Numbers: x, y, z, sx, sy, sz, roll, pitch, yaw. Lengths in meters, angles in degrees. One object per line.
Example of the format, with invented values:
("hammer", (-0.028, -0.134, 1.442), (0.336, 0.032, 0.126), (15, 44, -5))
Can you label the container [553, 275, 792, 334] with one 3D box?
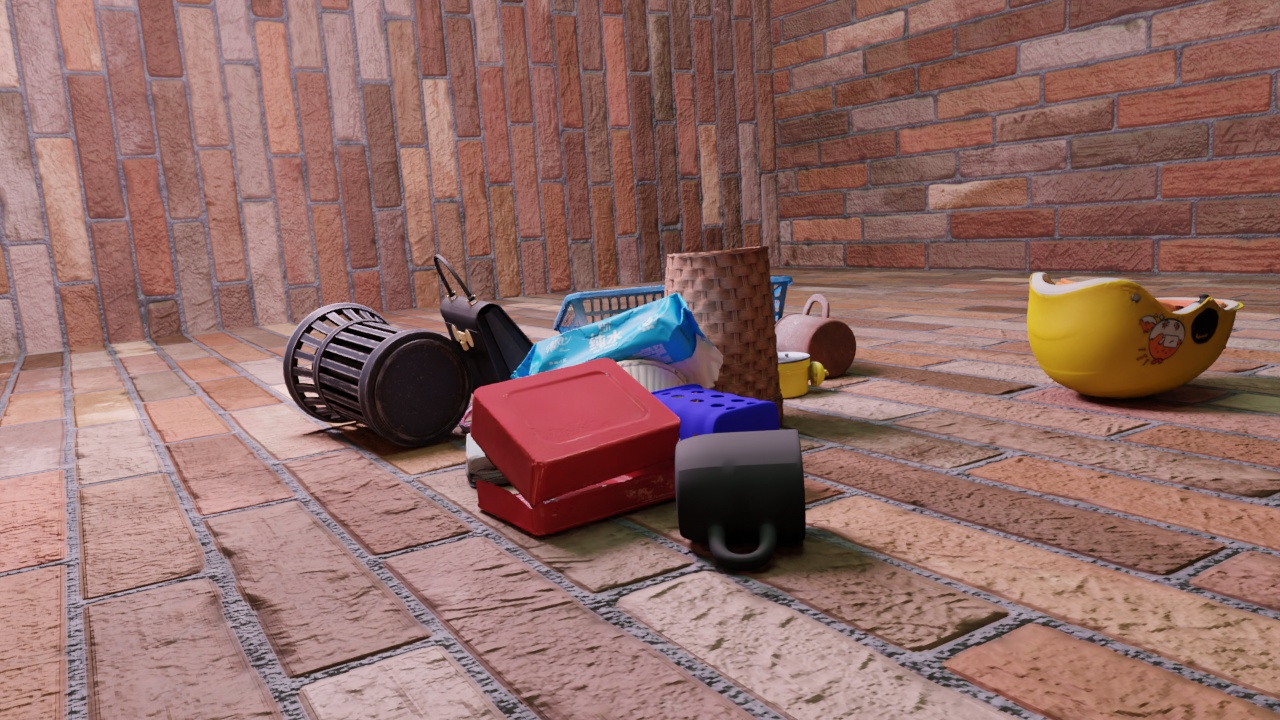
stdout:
("container", (0.049, -0.054, 1.511), (0.362, 0.089, 0.257), (-5, -8, -11))

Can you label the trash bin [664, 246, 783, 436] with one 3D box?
("trash bin", (0.089, -0.026, 1.087), (0.151, 0.210, 0.151), (-4, 8, 0))

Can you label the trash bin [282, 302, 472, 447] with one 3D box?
("trash bin", (-0.329, 0.020, 1.162), (0.163, 0.164, 0.228), (-11, 15, -39))

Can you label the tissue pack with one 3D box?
("tissue pack", (-0.024, 0.008, 0.986), (0.210, 0.117, 0.066), (-20, 48, 15))

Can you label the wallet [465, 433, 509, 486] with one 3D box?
("wallet", (-0.117, 0.093, 0.953), (0.131, 0.054, 0.100), (-11, 9, -10))

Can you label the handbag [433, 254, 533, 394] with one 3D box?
("handbag", (-0.197, -0.042, 1.117), (0.072, 0.196, 0.176), (-34, 20, -18))

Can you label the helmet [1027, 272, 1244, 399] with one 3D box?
("helmet", (0.583, -0.021, 1.102), (0.240, 0.140, 0.209), (7, 7, -11))

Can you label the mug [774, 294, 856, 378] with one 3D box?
("mug", (0.264, -0.039, 1.385), (0.096, 0.123, 0.110), (7, 5, -29))

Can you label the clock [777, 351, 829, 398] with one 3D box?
("clock", (0.203, 0.016, 1.262), (0.118, 0.057, 0.083), (-9, 10, -26))

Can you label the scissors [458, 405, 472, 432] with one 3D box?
("scissors", (-0.155, 0.042, 1.199), (0.101, 0.016, 0.178), (5, 34, 33))

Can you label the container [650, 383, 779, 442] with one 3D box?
("container", (0.065, 0.074, 0.868), (0.084, 0.085, 0.114), (-11, 12, -34))

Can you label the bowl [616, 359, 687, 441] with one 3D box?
("bowl", (-0.004, 0.058, 0.951), (0.115, 0.115, 0.062), (-4, 52, -2))

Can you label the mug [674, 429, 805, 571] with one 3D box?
("mug", (0.075, 0.109, 0.694), (0.094, 0.085, 0.121), (-3, 38, 6))

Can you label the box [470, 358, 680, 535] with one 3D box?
("box", (-0.056, 0.073, 0.816), (0.157, 0.126, 0.137), (-11, 16, -36))
